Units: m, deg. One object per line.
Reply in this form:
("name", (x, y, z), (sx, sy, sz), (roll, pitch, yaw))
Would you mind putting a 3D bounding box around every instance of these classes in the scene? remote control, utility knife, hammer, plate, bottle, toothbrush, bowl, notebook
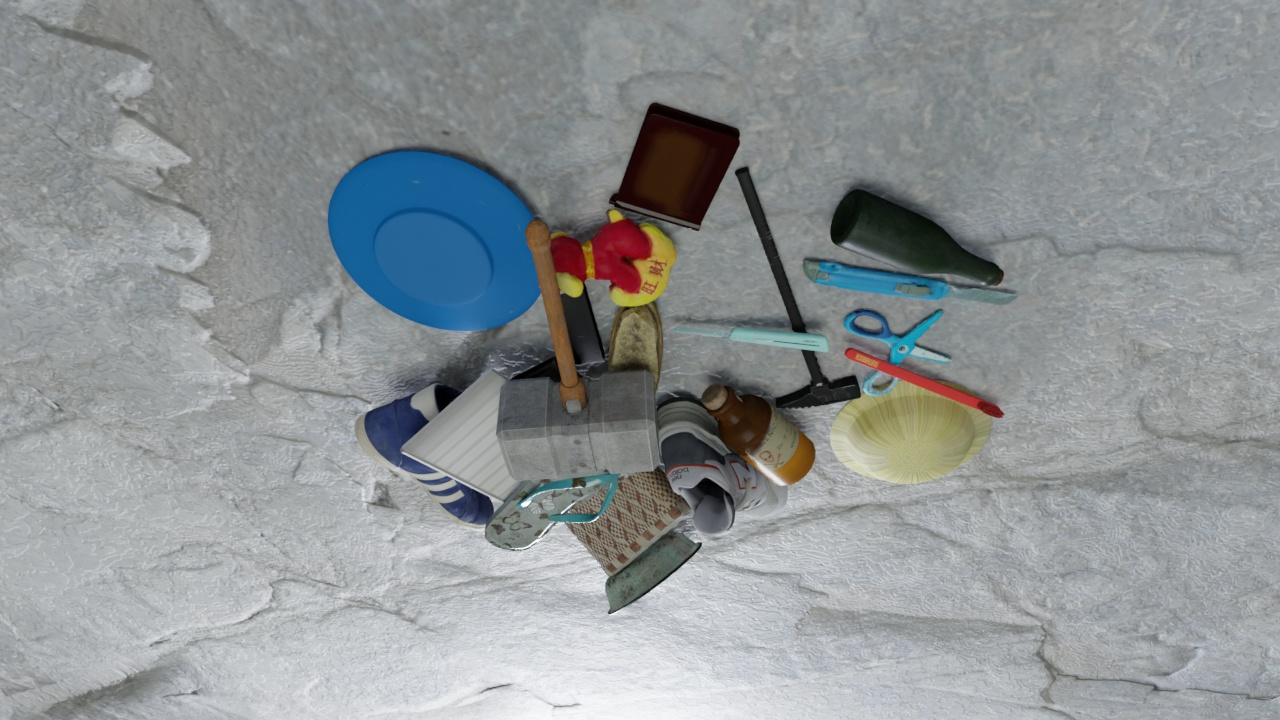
("remote control", (-0.070, -0.054, 0.975), (0.034, 0.013, 0.150), (-5, 134, 10))
("utility knife", (0.271, -0.076, 0.923), (0.221, 0.015, 0.031), (6, 140, -3))
("hammer", (-0.075, -0.010, 0.890), (0.163, 0.082, 0.318), (-5, 137, 3))
("plate", (-0.205, -0.106, 0.917), (0.224, 0.024, 0.225), (5, 135, 5))
("plate", (0.318, 0.099, 1.077), (0.184, 0.036, 0.185), (3, 135, 2))
("bottle", (0.266, -0.106, 0.864), (0.174, 0.055, 0.055), (18, 134, -15))
("hammer", (0.146, -0.062, 0.948), (0.095, 0.015, 0.325), (-13, 132, 18))
("utility knife", (0.116, -0.027, 0.969), (0.166, 0.015, 0.022), (6, 136, 6))
("toothbrush", (0.314, 0.027, 1.002), (0.212, 0.018, 0.012), (20, 107, -18))
("bottle", (0.130, 0.079, 1.052), (0.068, 0.067, 0.157), (-31, 125, 31))
("bowl", (0.009, 0.277, 1.230), (0.158, 0.157, 0.038), (-40, 84, 36))
("notebook", (-0.151, 0.101, 1.065), (0.143, 0.009, 0.209), (-40, 135, 13))

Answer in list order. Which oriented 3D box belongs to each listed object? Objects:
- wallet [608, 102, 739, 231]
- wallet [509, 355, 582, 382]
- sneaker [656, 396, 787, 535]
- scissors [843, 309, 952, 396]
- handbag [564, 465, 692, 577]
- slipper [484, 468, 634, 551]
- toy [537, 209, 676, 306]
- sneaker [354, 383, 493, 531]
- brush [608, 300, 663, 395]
("wallet", (0.030, -0.174, 0.844), (0.091, 0.018, 0.116), (15, 136, -10))
("wallet", (-0.100, 0.047, 1.070), (0.100, 0.031, 0.120), (-25, 134, 26))
("sneaker", (0.096, 0.155, 1.091), (0.089, 0.124, 0.239), (-28, 127, 29))
("scissors", (0.270, -0.014, 0.986), (0.139, 0.011, 0.134), (26, 131, -18))
("handbag", (-0.024, 0.183, 1.158), (0.124, 0.046, 0.186), (49, 130, 7))
("slipper", (-0.092, 0.159, 1.081), (0.098, 0.054, 0.269), (35, 120, -30))
("toy", (-0.031, -0.099, 0.891), (0.137, 0.067, 0.106), (-2, 123, -11))
("sneaker", (-0.217, 0.110, 1.112), (0.119, 0.091, 0.233), (-31, 127, 17))
("brush", (-0.006, 0.006, 1.008), (0.059, 0.043, 0.196), (5, 136, 0))
